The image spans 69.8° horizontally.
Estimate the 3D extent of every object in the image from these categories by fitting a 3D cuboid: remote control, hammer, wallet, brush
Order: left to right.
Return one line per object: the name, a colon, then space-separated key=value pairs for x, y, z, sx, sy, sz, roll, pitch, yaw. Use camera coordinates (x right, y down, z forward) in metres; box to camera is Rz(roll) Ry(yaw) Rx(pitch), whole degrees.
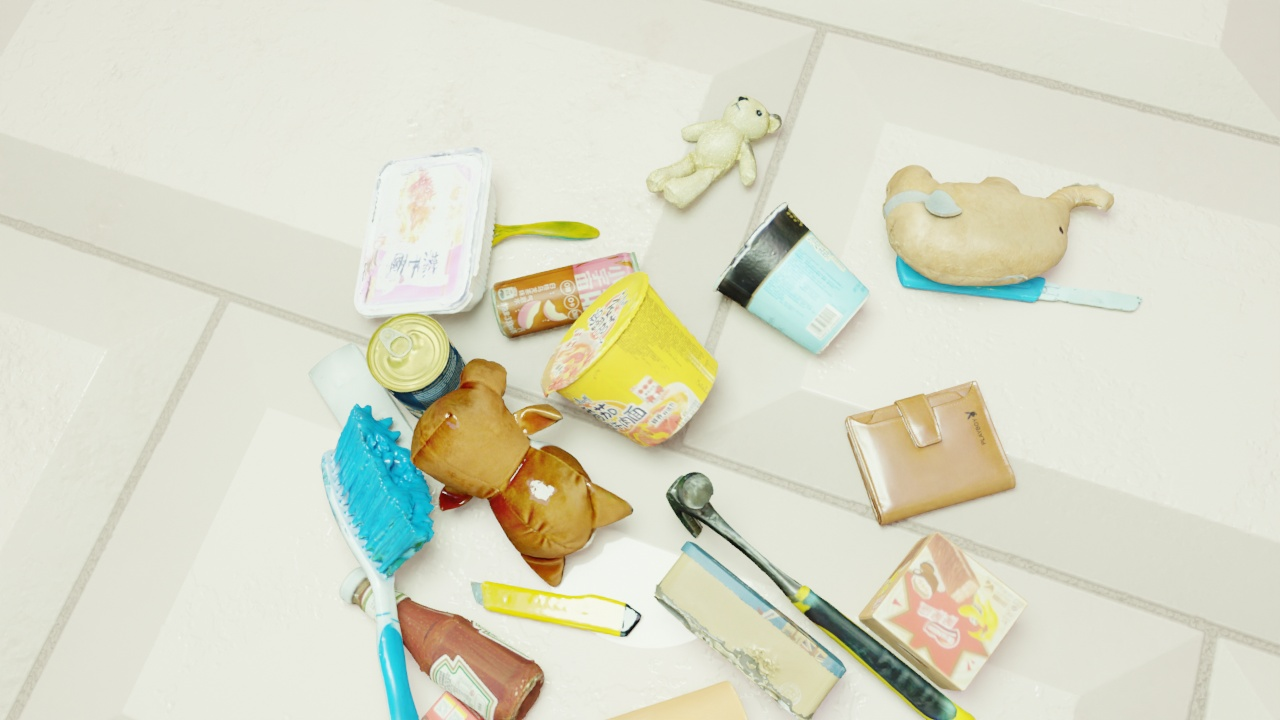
remote control: x=-0.273 y=0.048 z=0.910 sx=0.056 sy=0.019 sz=0.135 roll=-36 pitch=74 yaw=-7
brush: x=-0.217 y=0.185 z=0.799 sx=0.110 sy=0.060 sz=0.314 roll=-44 pitch=57 yaw=15
hammer: x=0.151 y=0.212 z=0.795 sx=0.323 sy=0.126 sz=0.031 roll=40 pitch=77 yaw=4
wallet: x=0.268 y=0.085 z=0.855 sx=0.132 sy=0.031 sz=0.107 roll=-15 pitch=74 yaw=-2

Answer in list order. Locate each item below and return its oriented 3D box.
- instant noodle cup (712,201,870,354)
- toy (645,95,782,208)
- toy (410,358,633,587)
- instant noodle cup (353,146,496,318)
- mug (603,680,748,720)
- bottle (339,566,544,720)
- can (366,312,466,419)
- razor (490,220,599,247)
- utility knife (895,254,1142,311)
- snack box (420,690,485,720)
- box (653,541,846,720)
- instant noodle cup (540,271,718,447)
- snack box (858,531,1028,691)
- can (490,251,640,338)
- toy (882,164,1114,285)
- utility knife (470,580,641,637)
instant noodle cup: x=0.150 y=-0.072 z=0.879 sx=0.120 sy=0.111 sz=0.111 roll=40 pitch=79 yaw=6
toy: x=0.072 y=-0.215 z=0.941 sx=0.157 sy=0.066 sz=0.105 roll=-42 pitch=58 yaw=-16
toy: x=-0.111 y=0.103 z=0.831 sx=0.199 sy=0.130 sz=0.140 roll=42 pitch=118 yaw=1
instant noodle cup: x=-0.205 y=-0.119 z=0.922 sx=0.138 sy=0.060 sz=0.173 roll=-2 pitch=74 yaw=22
mug: x=0.031 y=0.323 z=0.779 sx=0.122 sy=0.078 sz=0.078 roll=-19 pitch=73 yaw=-7
bottle: x=-0.183 y=0.250 z=0.824 sx=0.206 sy=0.060 sz=0.059 roll=27 pitch=77 yaw=18
can: x=-0.205 y=0.010 z=0.870 sx=0.075 sy=0.111 sz=0.075 roll=-1 pitch=71 yaw=3
razor: x=-0.109 y=-0.132 z=0.951 sx=0.132 sy=0.028 sz=0.043 roll=-1 pitch=69 yaw=2
utility knife: x=0.370 y=-0.073 z=0.902 sx=0.236 sy=0.018 sz=0.034 roll=9 pitch=72 yaw=6
snack box: x=-0.139 y=0.368 z=0.799 sx=0.153 sy=0.025 sz=0.075 roll=39 pitch=80 yaw=14
box: x=0.087 y=0.227 z=0.793 sx=0.184 sy=0.090 sz=0.061 roll=39 pitch=86 yaw=13
instant noodle cup: x=-0.005 y=0.005 z=0.838 sx=0.110 sy=0.138 sz=0.138 roll=41 pitch=78 yaw=-19
snack box: x=0.258 y=0.216 z=0.790 sx=0.093 sy=0.077 sz=0.094 roll=39 pitch=80 yaw=14
can: x=-0.071 y=-0.065 z=0.910 sx=0.147 sy=0.058 sz=0.058 roll=-14 pitch=73 yaw=0
toy: x=0.346 y=-0.130 z=0.884 sx=0.226 sy=0.083 sz=0.143 roll=3 pitch=61 yaw=-5
utility knife: x=-0.080 y=0.226 z=0.844 sx=0.164 sy=0.015 sz=0.033 roll=9 pitch=69 yaw=8
